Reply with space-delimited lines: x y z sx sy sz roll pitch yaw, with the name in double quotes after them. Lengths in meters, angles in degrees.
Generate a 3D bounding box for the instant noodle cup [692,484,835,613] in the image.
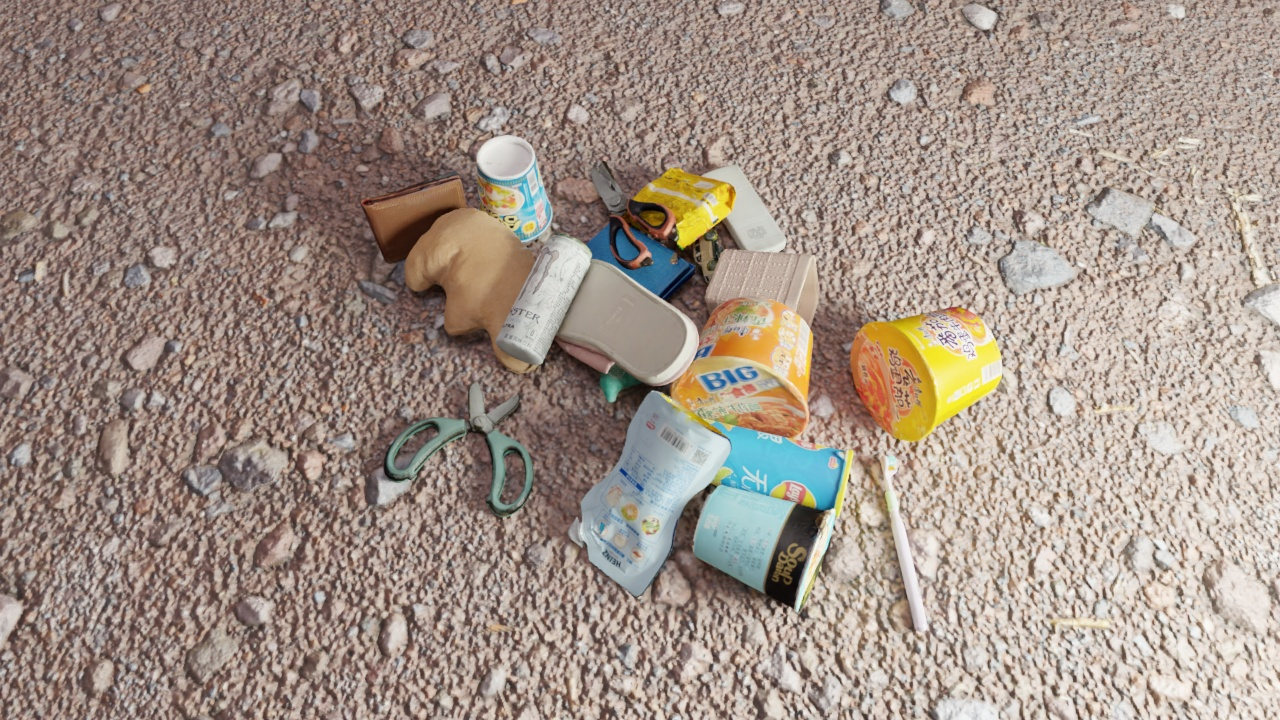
0.121 0.179 0.923 0.120 0.111 0.111 19 60 20 "instant noodle cup"

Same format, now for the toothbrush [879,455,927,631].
0.277 0.189 0.964 0.021 0.029 0.188 -25 54 32 "toothbrush"

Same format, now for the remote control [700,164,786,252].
0.132 -0.193 1.193 0.058 0.021 0.150 -19 61 -12 "remote control"

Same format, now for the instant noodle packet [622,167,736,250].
0.049 -0.193 1.159 0.110 0.044 0.128 -42 42 -17 "instant noodle packet"

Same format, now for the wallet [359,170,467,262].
-0.273 -0.179 1.135 0.124 0.101 0.032 -21 59 -12 "wallet"

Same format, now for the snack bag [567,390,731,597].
0.006 0.135 0.940 0.110 0.038 0.191 32 97 14 "snack bag"

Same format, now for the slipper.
-0.026 -0.041 1.036 0.274 0.054 0.114 29 83 48 "slipper"

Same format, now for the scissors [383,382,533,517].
-0.202 0.104 1.013 0.179 0.019 0.170 -13 61 -7 "scissors"

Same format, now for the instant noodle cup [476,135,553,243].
-0.161 -0.214 1.135 0.099 0.110 0.099 1 59 -1 "instant noodle cup"

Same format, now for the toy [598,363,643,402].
-0.006 0.006 1.068 0.092 0.030 0.096 -8 51 -10 "toy"

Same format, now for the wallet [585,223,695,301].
-0.013 -0.114 1.133 0.133 0.040 0.106 34 65 27 "wallet"

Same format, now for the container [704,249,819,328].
0.142 -0.074 1.073 0.111 0.090 0.089 10 61 22 "container"

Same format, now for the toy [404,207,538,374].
-0.183 -0.089 1.095 0.143 0.082 0.226 -47 68 6 "toy"

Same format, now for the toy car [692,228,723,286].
0.086 -0.124 1.139 0.035 0.042 0.090 -17 53 15 "toy car"

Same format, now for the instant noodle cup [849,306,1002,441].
0.319 0.006 1.014 0.109 0.138 0.138 -20 61 -21 "instant noodle cup"

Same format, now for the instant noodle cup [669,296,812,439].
0.119 0.009 1.004 0.151 0.152 0.111 15 52 9 "instant noodle cup"

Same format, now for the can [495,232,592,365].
-0.109 -0.070 1.043 0.058 0.058 0.146 21 73 12 "can"

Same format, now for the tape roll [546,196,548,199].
-0.161 -0.196 1.197 0.086 0.014 0.085 0 59 0 "tape roll"

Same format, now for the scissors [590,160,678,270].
-0.012 -0.197 1.151 0.193 0.015 0.206 -3 58 33 "scissors"

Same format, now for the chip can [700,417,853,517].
0.113 0.106 0.972 0.210 0.071 0.071 13 59 12 "chip can"
